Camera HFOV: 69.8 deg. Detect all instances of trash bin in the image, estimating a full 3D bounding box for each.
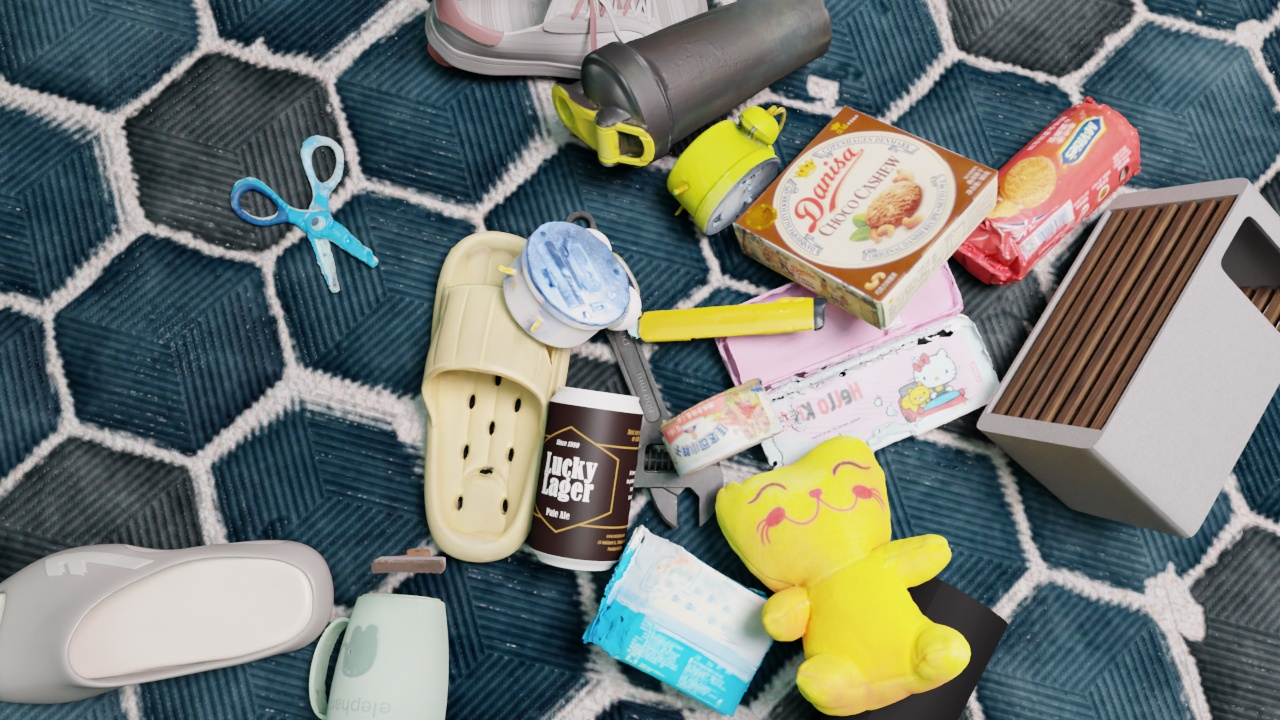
[{"bbox_3d":[0.382,-0.005,0.687,0.114,0.114,0.228,37,81,-18],"label":"trash bin"}]

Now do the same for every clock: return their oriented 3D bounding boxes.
[{"bbox_3d":[0.075,-0.154,0.731,0.119,0.083,0.057,-41,78,-6],"label":"clock"},{"bbox_3d":[-0.046,-0.058,0.695,0.125,0.052,0.089,-16,73,-46],"label":"clock"}]

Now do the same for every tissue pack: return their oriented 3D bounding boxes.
[{"bbox_3d":[0.032,0.190,0.671,0.144,0.062,0.092,34,81,-21],"label":"tissue pack"}]

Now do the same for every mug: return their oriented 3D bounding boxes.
[{"bbox_3d":[-0.192,0.225,0.665,0.111,0.084,0.104,-7,69,24],"label":"mug"}]

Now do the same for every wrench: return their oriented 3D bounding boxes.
[{"bbox_3d":[-0.005,0.004,0.735,0.073,0.018,0.273,-20,81,-6],"label":"wrench"}]

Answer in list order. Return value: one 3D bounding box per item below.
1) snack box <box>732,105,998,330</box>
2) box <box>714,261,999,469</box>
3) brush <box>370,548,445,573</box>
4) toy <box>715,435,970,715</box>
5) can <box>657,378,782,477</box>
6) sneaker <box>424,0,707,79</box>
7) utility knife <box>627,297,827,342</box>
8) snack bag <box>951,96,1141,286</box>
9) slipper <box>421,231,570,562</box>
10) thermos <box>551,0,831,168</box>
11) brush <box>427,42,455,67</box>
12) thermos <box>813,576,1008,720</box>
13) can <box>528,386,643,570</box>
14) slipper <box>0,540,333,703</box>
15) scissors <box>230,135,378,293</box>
[{"bbox_3d":[0.173,-0.115,0.713,0.143,0.041,0.147,-46,55,-11],"label":"snack box"},{"bbox_3d":[0.172,-0.002,0.735,0.201,0.037,0.152,-21,85,-6],"label":"box"},{"bbox_3d":[-0.159,0.139,0.642,0.045,0.143,0.008,3,82,-11],"label":"brush"},{"bbox_3d":[0.143,0.149,0.644,0.134,0.087,0.193,-24,48,1],"label":"toy"},{"bbox_3d":[0.059,0.050,0.678,0.086,0.086,0.043,-24,81,-6],"label":"can"},{"bbox_3d":[-0.050,-0.282,0.725,0.236,0.089,0.099,-8,88,-14],"label":"sneaker"},{"bbox_3d":[0.064,-0.032,0.712,0.159,0.017,0.030,-2,61,11],"label":"utility knife"},{"bbox_3d":[0.326,-0.132,0.744,0.176,0.082,0.082,-41,85,-7],"label":"snack bag"},{"bbox_3d":[-0.111,0.022,0.698,0.111,0.079,0.261,5,81,-5],"label":"slipper"},{"bbox_3d":[0.046,-0.228,0.726,0.220,0.098,0.098,-30,83,-18],"label":"thermos"},{"bbox_3d":[-0.130,-0.327,0.774,0.041,0.030,0.172,25,80,1],"label":"brush"},{"bbox_3d":[0.180,0.257,0.668,0.086,0.086,0.198,32,81,2],"label":"thermos"},{"bbox_3d":[-0.040,0.087,0.685,0.072,0.072,0.128,8,88,-1],"label":"can"},{"bbox_3d":[-0.362,0.187,0.657,0.266,0.081,0.113,-6,84,-4],"label":"slipper"},{"bbox_3d":[-0.275,-0.111,0.744,0.117,0.013,0.140,-16,84,-6],"label":"scissors"}]
